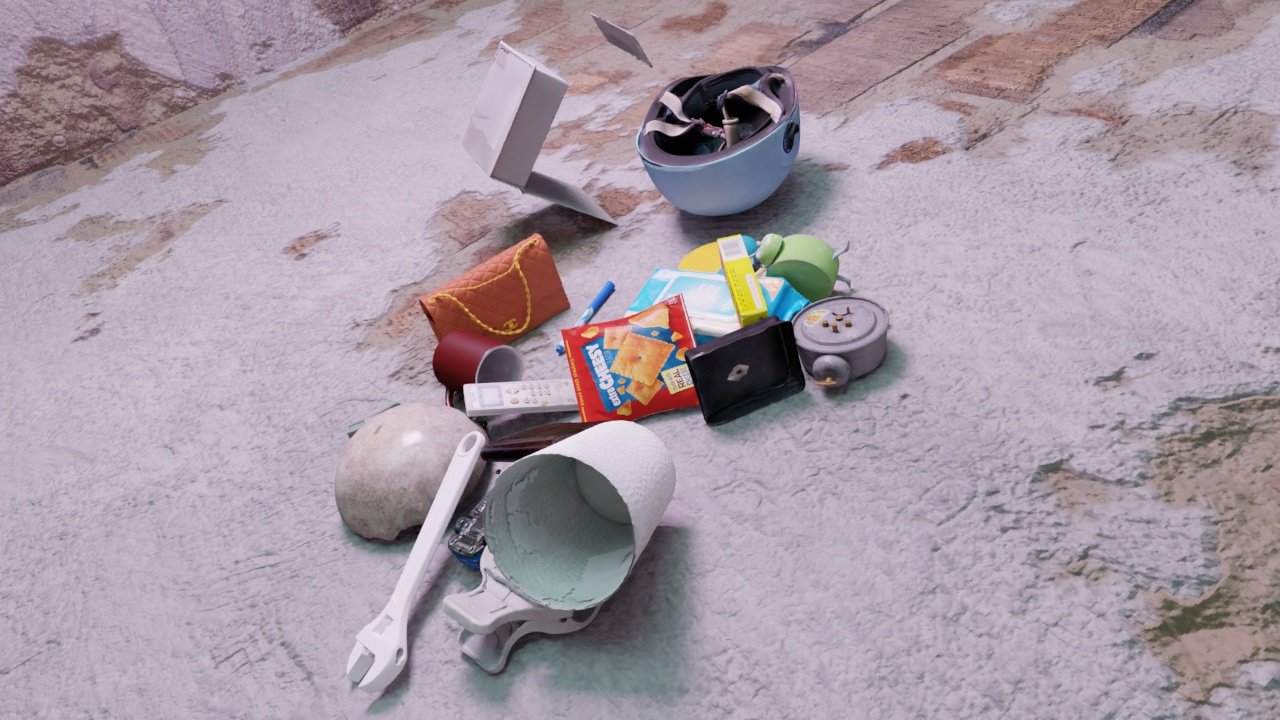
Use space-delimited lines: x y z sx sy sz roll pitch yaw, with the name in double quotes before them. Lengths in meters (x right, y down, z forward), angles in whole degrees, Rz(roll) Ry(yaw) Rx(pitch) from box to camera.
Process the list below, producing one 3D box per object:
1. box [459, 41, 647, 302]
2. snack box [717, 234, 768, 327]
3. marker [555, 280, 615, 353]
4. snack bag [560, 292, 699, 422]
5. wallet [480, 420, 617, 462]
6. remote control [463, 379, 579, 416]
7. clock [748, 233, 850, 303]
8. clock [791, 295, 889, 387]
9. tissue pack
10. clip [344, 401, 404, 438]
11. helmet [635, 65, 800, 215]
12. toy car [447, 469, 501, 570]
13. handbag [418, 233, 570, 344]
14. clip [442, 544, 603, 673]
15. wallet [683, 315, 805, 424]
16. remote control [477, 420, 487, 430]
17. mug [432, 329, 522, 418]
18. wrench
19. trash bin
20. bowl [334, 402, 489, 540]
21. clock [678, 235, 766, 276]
"box" -0.119 -0.271 1.372 0.172 0.380 0.167 -39 39 0
"snack box" 0.112 -0.081 1.007 0.029 0.040 0.147 -12 41 2
"marker" -0.070 -0.056 1.179 0.013 0.013 0.141 7 43 30
"snack bag" -0.006 0.006 1.012 0.144 0.039 0.130 -17 73 8
"wallet" -0.089 0.084 0.947 0.100 0.031 0.119 -4 8 34
"remote control" -0.130 0.041 1.041 0.135 0.011 0.050 -3 34 -15
"clock" 0.182 -0.106 1.071 0.119 0.094 0.042 7 53 22
"clock" 0.210 -0.018 0.974 0.104 0.056 0.147 1 39 25
"tissue pack" 0.083 -0.050 1.064 0.210 0.066 0.116 9 45 29
"clip" -0.314 0.076 1.101 0.076 0.045 0.023 -26 39 -14
"helmet" 0.116 -0.292 1.269 0.226 0.167 0.264 1 39 27
"toy car" -0.138 0.155 0.910 0.056 0.044 0.120 14 49 36
"handbag" -0.182 -0.075 1.169 0.171 0.109 0.060 -33 39 -18
"clip" -0.104 0.206 0.824 0.143 0.075 0.125 -32 35 -34
"wallet" 0.108 0.009 0.955 0.115 0.089 0.026 -21 30 -5
"remote control" -0.202 0.117 1.015 0.030 0.009 0.139 -6 38 16
"mug" -0.202 0.022 1.097 0.083 0.073 0.105 18 79 39
"wrench" -0.207 0.182 0.878 0.066 0.018 0.272 -12 45 38
"trash bin" -0.041 0.123 0.806 0.133 0.133 0.161 -3 10 20
"bowl" -0.259 0.101 0.990 0.178 0.081 0.178 -16 34 11
"clock" 0.103 -0.118 1.162 0.130 0.044 0.098 -3 39 31
